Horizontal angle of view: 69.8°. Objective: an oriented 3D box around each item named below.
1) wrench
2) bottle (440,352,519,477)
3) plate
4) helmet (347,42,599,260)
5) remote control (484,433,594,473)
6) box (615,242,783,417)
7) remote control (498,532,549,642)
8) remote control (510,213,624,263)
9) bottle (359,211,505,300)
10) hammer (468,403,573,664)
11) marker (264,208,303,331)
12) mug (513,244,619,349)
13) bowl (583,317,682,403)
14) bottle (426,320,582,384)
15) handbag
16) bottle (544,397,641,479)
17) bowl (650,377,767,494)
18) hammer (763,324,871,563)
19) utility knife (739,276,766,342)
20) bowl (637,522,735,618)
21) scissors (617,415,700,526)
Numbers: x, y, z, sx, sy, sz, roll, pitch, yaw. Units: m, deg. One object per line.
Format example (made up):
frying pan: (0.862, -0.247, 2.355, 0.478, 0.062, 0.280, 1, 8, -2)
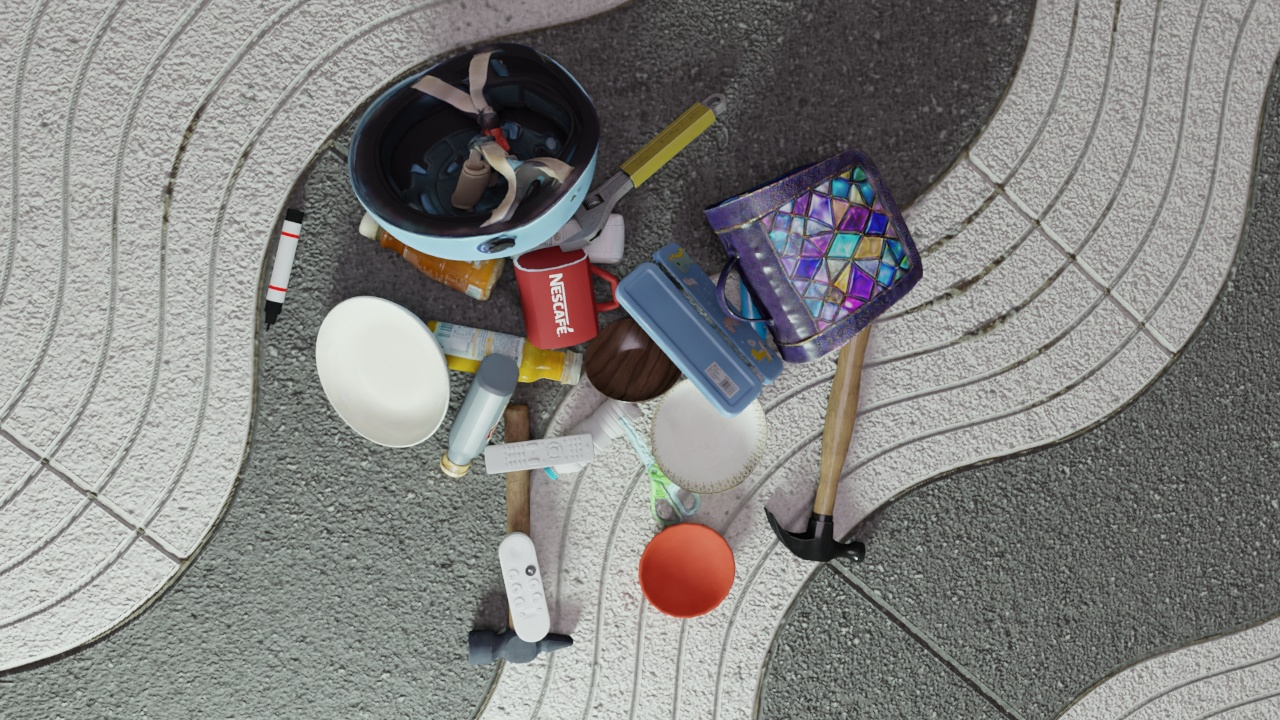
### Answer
wrench: (0.001, -0.224, 1.071, 0.273, 0.083, 0.018, -41, 137, -9)
bottle: (-0.192, 0.071, 1.066, 0.046, 0.072, 0.162, 24, 123, -10)
plate: (-0.291, 0.010, 1.058, 0.182, 0.034, 0.182, 8, 112, 21)
helmet: (-0.175, -0.204, 0.997, 0.265, 0.167, 0.225, -22, 70, -14)
remote control: (-0.119, 0.110, 1.088, 0.131, 0.012, 0.033, -8, 85, 4)
box: (0.075, -0.042, 1.076, 0.209, 0.039, 0.126, 49, 58, 2)
remote control: (-0.140, 0.274, 1.108, 0.043, 0.013, 0.136, -12, 97, -13)
remote control: (-0.088, -0.148, 1.095, 0.138, 0.025, 0.060, 2, 96, -4)
bottle: (-0.243, -0.127, 1.065, 0.167, 0.059, 0.059, 24, 93, -5)
hammer: (-0.148, 0.213, 1.126, 0.129, 0.040, 0.322, -1, 96, -10)
marker: (-0.418, -0.104, 1.068, 0.019, 0.019, 0.145, 14, 95, -7)
mug: (-0.082, -0.079, 1.064, 0.116, 0.080, 0.097, -14, 118, -14)
bowl: (-0.007, 0.007, 1.099, 0.119, 0.032, 0.119, -2, 58, 3)
bottle: (-0.163, -0.005, 1.089, 0.186, 0.053, 0.053, 10, 95, -7)
handbag: (0.186, -0.120, 1.068, 0.222, 0.125, 0.205, -32, 101, -10)
bottle: (-0.060, 0.093, 1.115, 0.136, 0.044, 0.044, -41, 99, 0)
bowl: (0.079, 0.084, 1.119, 0.145, 0.063, 0.145, -1, 96, -6)
hammer: (0.241, 0.101, 1.154, 0.132, 0.040, 0.305, 8, 95, -10)
utility knife: (0.137, -0.109, 1.128, 0.031, 0.015, 0.198, -4, 97, -8)
bowl: (0.056, 0.258, 1.150, 0.122, 0.035, 0.122, -1, 96, -6)
scissors: (0.017, 0.134, 1.121, 0.065, 0.033, 0.174, -28, 111, 5)
